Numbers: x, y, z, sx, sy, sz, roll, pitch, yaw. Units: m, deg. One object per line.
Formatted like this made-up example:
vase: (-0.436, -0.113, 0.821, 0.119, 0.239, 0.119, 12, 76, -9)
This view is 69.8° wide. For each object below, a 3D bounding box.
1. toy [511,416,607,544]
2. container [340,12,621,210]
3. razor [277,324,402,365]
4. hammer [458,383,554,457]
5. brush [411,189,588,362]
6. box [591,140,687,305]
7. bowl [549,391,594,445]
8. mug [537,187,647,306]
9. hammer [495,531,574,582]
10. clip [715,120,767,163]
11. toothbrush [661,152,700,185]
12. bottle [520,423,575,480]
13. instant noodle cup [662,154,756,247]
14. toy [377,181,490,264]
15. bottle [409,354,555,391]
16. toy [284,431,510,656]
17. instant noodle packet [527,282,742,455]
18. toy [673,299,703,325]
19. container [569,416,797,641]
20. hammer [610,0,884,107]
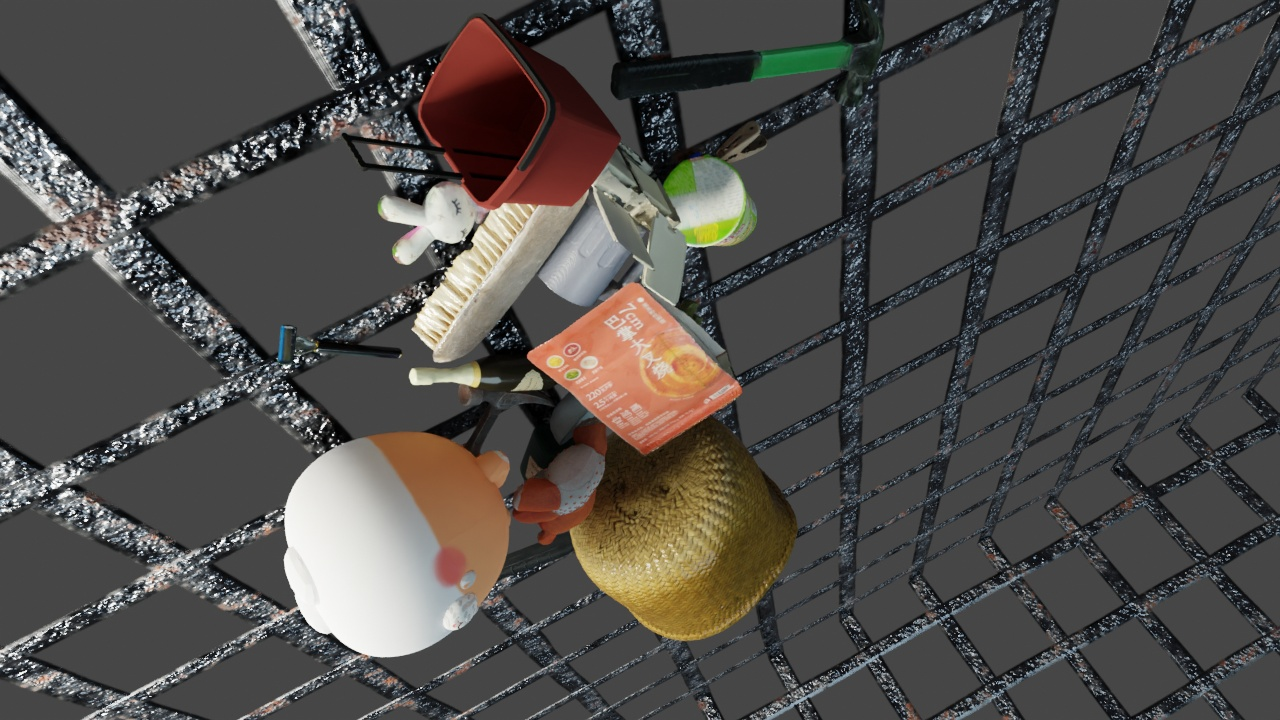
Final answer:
toy: (-0.102, 0.165, 1.213, 0.163, 0.093, 0.173, -49, 165, -29)
container: (-0.132, -0.207, 0.776, 0.200, 0.148, 0.127, 0, 137, -52)
razor: (-0.325, -0.012, 0.996, 0.144, 0.022, 0.043, 5, 93, -47)
hammer: (-0.229, 0.138, 1.256, 0.137, 0.035, 0.315, -1, 137, -39)
brush: (-0.148, -0.102, 0.963, 0.272, 0.056, 0.083, -49, 167, 27)
box: (-0.013, -0.153, 0.909, 0.050, 0.183, 0.143, -36, 143, 20)
bowl: (-0.085, 0.064, 1.243, 0.106, 0.039, 0.106, -45, 174, -6)
mug: (-0.039, -0.119, 1.014, 0.123, 0.083, 0.104, 20, 120, -35)
hammer: (-0.112, 0.296, 1.502, 0.333, 0.117, 0.025, -20, 144, -7)
clip: (0.116, -0.241, 1.039, 0.061, 0.024, 0.041, -35, 145, 22)
toothbrush: (0.000, -0.172, 1.043, 0.018, 0.016, 0.183, 42, 105, -18)
bottle: (-0.135, 0.153, 1.323, 0.061, 0.061, 0.132, -10, 141, -33)
instant noodle cup: (0.085, -0.170, 1.034, 0.099, 0.099, 0.107, -41, 165, 16)
toy: (-0.195, -0.144, 0.907, 0.122, 0.038, 0.079, -26, 140, -12)
bottle: (-0.191, 0.016, 1.114, 0.184, 0.045, 0.045, -2, 137, -37)
toy: (-0.282, 0.215, 1.110, 0.280, 0.265, 0.263, -26, 145, -27)
instant noodle packet: (-0.006, 0.006, 1.094, 0.165, 0.083, 0.221, -33, 137, 20)
toy: (0.007, -0.028, 1.182, 0.153, 0.078, 0.179, -22, 147, 1)
container: (0.046, 0.228, 1.341, 0.307, 0.306, 0.196, -37, 134, 9)
hammer: (0.118, -0.306, 0.947, 0.318, 0.032, 0.130, -15, 144, -22)
